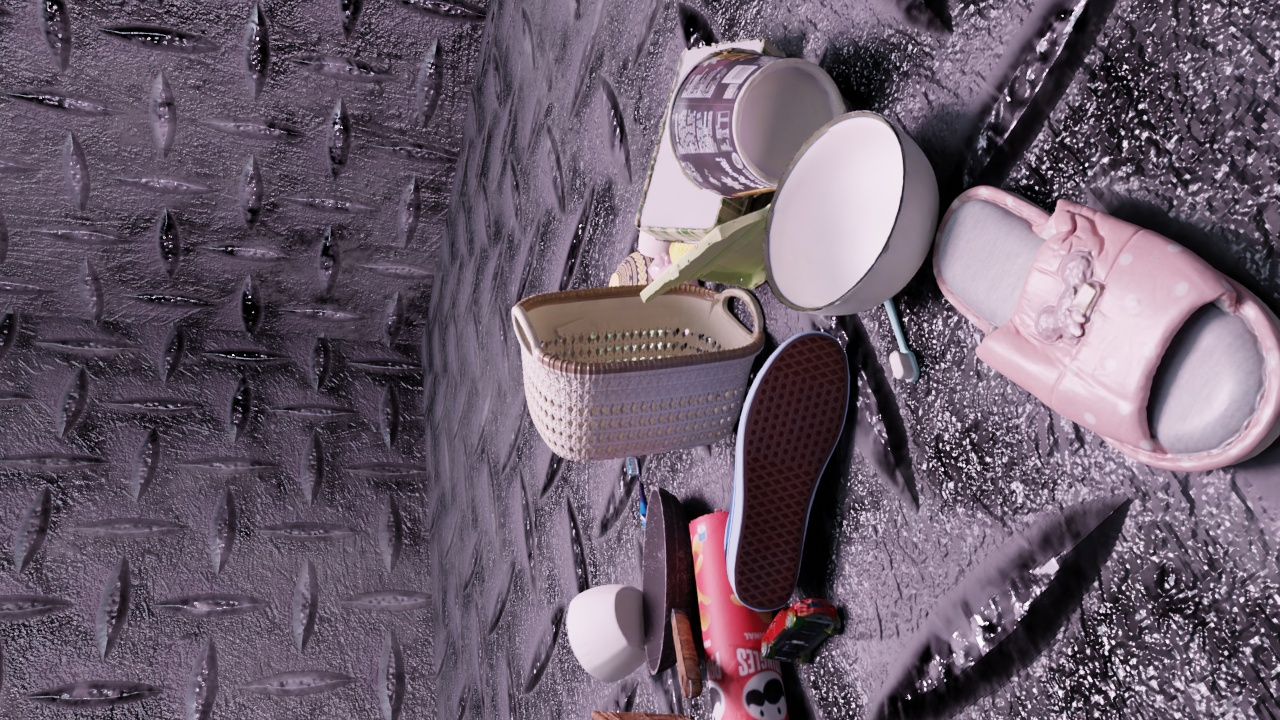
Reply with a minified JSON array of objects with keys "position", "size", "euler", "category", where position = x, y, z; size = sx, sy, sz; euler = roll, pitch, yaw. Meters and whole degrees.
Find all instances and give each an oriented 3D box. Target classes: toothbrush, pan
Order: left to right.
[{"position":[0.002,0.202,1.176],"size":[0.016,0.017,0.188],"euler":[118,150,-45],"category":"toothbrush"},{"position":[0.037,0.254,0.945],"size":[0.357,0.040,0.208],"euler":[-128,40,-79],"category":"pan"},{"position":[0.190,-0.063,0.727],"size":[0.016,0.016,0.180],"euler":[128,142,-50],"category":"toothbrush"}]

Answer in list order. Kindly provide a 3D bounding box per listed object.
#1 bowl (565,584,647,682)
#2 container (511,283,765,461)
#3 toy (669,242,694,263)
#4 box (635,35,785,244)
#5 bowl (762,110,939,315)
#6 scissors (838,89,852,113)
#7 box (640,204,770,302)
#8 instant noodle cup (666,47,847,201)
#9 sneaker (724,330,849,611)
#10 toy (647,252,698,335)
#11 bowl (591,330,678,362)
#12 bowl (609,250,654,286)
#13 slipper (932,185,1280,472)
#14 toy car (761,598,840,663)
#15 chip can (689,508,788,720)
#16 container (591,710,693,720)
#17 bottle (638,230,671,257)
[{"position":[-0.027,0.322,1.108],"size":[0.066,0.116,0.116],"euler":[-33,49,29],"category":"bowl"},{"position":[-0.005,0.005,0.937],"size":[0.184,0.246,0.143],"euler":[-127,37,-57],"category":"container"},{"position":[0.071,-0.180,0.997],"size":[0.155,0.064,0.170],"euler":[177,101,-66],"category":"toy"},{"position":[0.071,-0.218,0.923],"size":[0.118,0.049,0.205],"euler":[8,81,45],"category":"box"},{"position":[0.166,-0.103,0.693],"size":[0.154,0.072,0.153],"euler":[-36,47,51],"category":"bowl"},{"position":[0.182,-0.211,0.778],"size":[0.095,0.014,0.170],"euler":[131,136,-61],"category":"scissors"},{"position":[0.088,-0.101,0.841],"size":[0.188,0.141,0.044],"euler":[145,111,-67],"category":"box"},{"position":[0.105,-0.205,0.799],"size":[0.112,0.137,0.137],"euler":[-144,60,-67],"category":"instant noodle cup"},{"position":[0.117,0.089,0.803],"size":[0.098,0.083,0.241],"euler":[-107,29,-84],"category":"sneaker"},{"position":[0.047,-0.077,1.074],"size":[0.064,0.047,0.110],"euler":[112,143,-46],"category":"toy"},{"position":[-0.008,0.000,1.126],"size":[0.151,0.077,0.150],"euler":[-8,77,33],"category":"bowl"},{"position":[-0.006,-0.091,1.195],"size":[0.112,0.061,0.112],"euler":[-176,90,-70],"category":"bowl"},{"position":[0.240,-0.032,0.524],"size":[0.274,0.054,0.114],"euler":[-121,40,-60],"category":"slipper"},{"position":[0.134,0.229,0.779],"size":[0.091,0.042,0.036],"euler":[116,161,-49],"category":"toy car"},{"position":[0.092,0.257,0.846],"size":[0.073,0.073,0.232],"euler":[126,144,-55],"category":"chip can"},{"position":[0.027,0.428,0.923],"size":[0.199,0.112,0.113],"euler":[159,114,-68],"category":"container"},{"position":[0.033,-0.199,1.127],"size":[0.051,0.051,0.146],"euler":[-131,49,-63],"category":"bottle"}]
